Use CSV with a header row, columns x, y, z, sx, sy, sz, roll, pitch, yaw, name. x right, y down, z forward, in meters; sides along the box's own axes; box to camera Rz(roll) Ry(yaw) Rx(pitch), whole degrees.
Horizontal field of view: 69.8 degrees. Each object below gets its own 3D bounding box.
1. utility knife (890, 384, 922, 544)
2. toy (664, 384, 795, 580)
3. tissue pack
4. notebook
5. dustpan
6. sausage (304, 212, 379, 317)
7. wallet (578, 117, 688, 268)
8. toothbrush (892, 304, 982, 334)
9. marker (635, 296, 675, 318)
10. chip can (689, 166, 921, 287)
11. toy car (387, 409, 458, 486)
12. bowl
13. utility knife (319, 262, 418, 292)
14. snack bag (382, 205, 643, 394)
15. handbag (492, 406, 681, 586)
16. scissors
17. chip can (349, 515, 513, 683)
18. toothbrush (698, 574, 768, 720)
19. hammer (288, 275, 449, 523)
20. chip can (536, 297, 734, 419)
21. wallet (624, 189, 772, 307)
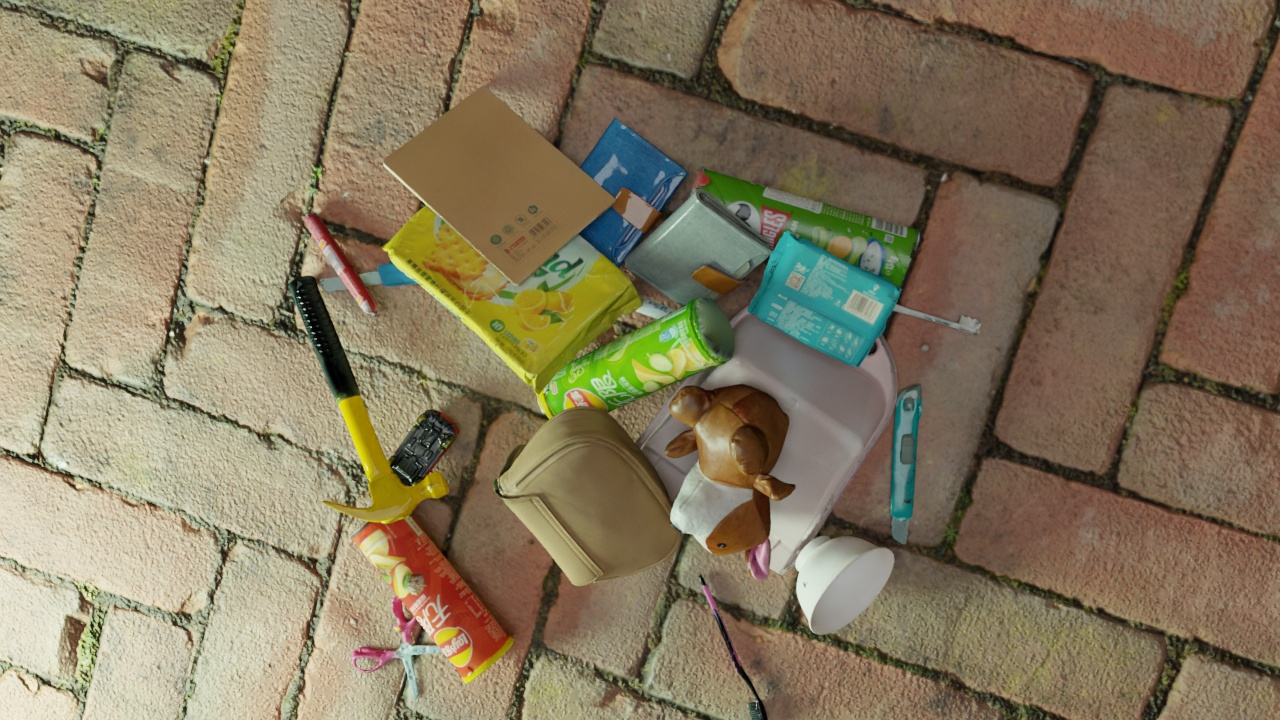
x,y,z,sx,sy,sz,roll,pitch,yaw,name
0.286,0.113,0.991,0.029,0.013,0.176,2,96,8,utility knife
0.084,0.124,0.916,0.140,0.130,0.200,41,145,39,toy
0.181,-0.060,0.913,0.133,0.050,0.093,27,106,-2,tissue pack
-0.150,-0.190,0.973,0.207,0.008,0.147,42,71,13,notebook
0.150,0.067,1.009,0.222,0.138,0.274,36,127,2,dustpan
-0.340,-0.109,1.044,0.020,0.020,0.156,-37,79,10,sausage
-0.026,-0.179,0.995,0.106,0.040,0.133,39,101,7,wallet
0.273,-0.060,0.975,0.180,0.016,0.016,17,90,6,toothbrush
0.026,-0.052,1.000,0.131,0.022,0.018,22,137,16,marker
0.165,-0.136,0.954,0.236,0.072,0.072,17,98,5,chip can
-0.254,0.107,1.056,0.049,0.031,0.106,37,94,4,toy car
0.205,0.226,0.981,0.118,0.118,0.065,-54,50,9,bowl
-0.265,-0.101,1.044,0.218,0.018,0.034,-7,82,9,utility knife
-0.139,-0.089,0.975,0.246,0.068,0.157,41,70,11,snack bag
-0.053,0.146,0.980,0.148,0.099,0.204,-30,121,5,handbag
-0.285,0.343,1.095,0.134,0.017,0.133,-9,98,5,scissors
-0.238,0.263,1.050,0.073,0.073,0.216,-39,89,10,chip can
0.102,0.330,1.040,0.018,0.014,0.189,-23,91,22,toothbrush
-0.329,0.043,1.031,0.128,0.033,0.300,-24,80,-7,hammer
-0.006,0.006,0.954,0.222,0.072,0.072,-25,92,32,chip can
0.059,-0.105,0.947,0.106,0.036,0.130,35,138,-16,wallet
